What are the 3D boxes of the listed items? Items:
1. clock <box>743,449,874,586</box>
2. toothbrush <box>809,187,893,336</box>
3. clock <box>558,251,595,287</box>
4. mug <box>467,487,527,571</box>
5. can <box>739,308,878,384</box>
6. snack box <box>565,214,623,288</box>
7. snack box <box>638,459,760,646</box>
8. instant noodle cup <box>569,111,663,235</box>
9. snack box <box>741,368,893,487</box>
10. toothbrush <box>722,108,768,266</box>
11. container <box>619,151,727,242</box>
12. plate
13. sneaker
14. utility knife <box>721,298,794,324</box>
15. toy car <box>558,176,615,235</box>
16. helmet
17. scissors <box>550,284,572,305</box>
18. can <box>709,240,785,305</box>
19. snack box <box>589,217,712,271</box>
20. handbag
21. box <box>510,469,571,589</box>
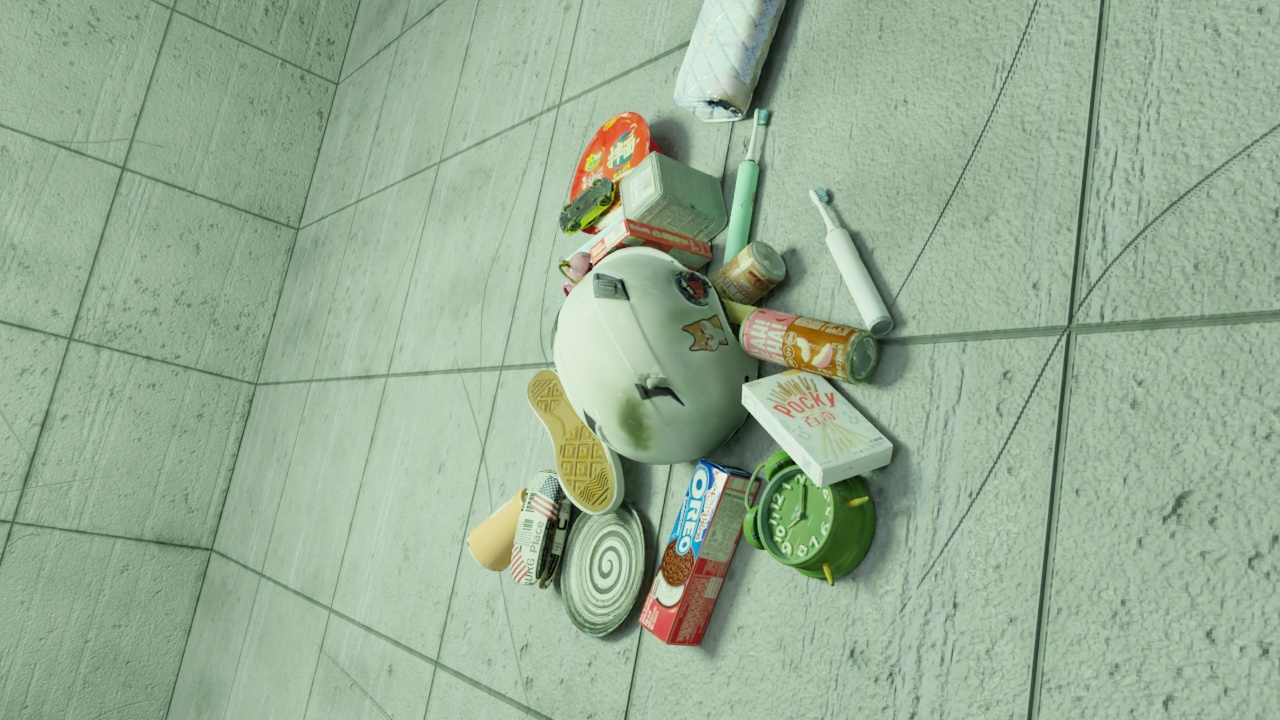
[{"bbox_3d":[0.165,0.156,0.943,0.161,0.056,0.116,25,94,54],"label":"clock"},{"bbox_3d":[0.225,-0.117,1.009,0.026,0.027,0.220,-15,52,1],"label":"toothbrush"},{"bbox_3d":[-0.043,-0.097,1.242,0.060,0.158,0.117,-61,39,20],"label":"clock"},{"bbox_3d":[-0.191,0.246,1.360,0.123,0.078,0.078,-46,43,24],"label":"mug"},{"bbox_3d":[0.178,-0.017,0.982,0.147,0.057,0.058,17,89,45],"label":"can"},{"bbox_3d":[-0.030,-0.151,1.319,0.175,0.074,0.051,-31,50,42],"label":"snack box"},{"bbox_3d":[0.068,0.217,1.043,0.057,0.058,0.207,24,94,51],"label":"snack box"},{"bbox_3d":[-0.027,-0.270,1.377,0.194,0.065,0.193,-27,53,43],"label":"instant noodle cup"},{"bbox_3d":[0.178,0.064,0.944,0.156,0.084,0.027,-128,28,-49],"label":"snack box"},{"bbox_3d":[0.135,-0.220,1.174,0.027,0.026,0.224,7,78,14],"label":"toothbrush"},{"bbox_3d":[0.040,-0.209,1.219,0.090,0.114,0.090,-37,47,39],"label":"container"},{"bbox_3d":[-0.045,0.269,1.198,0.180,0.024,0.179,-28,52,43],"label":"plate"},{"bbox_3d":[-0.076,0.112,1.254,0.118,0.087,0.241,-43,53,14],"label":"sneaker"},{"bbox_3d":[0.108,-0.059,1.079,0.221,0.022,0.031,16,111,26],"label":"utility knife"},{"bbox_3d":[-0.075,-0.223,1.337,0.105,0.032,0.048,-38,46,22],"label":"toy car"},{"bbox_3d":[-0.006,0.006,1.075,0.231,0.156,0.274,-37,85,34],"label":"helmet"},{"bbox_3d":[-0.100,-0.076,1.374,0.017,0.130,0.133,-40,48,-17],"label":"scissors"},{"bbox_3d":[0.117,-0.090,1.112,0.117,0.058,0.058,-40,46,36],"label":"can"},{"bbox_3d":[0.015,-0.138,1.187,0.075,0.152,0.025,-35,58,39],"label":"snack box"},{"bbox_3d":[0.120,-0.424,1.243,0.134,0.075,0.194,18,90,54],"label":"handbag"},{"bbox_3d":[-0.142,0.232,1.277,0.075,0.083,0.163,148,137,-69],"label":"box"}]
